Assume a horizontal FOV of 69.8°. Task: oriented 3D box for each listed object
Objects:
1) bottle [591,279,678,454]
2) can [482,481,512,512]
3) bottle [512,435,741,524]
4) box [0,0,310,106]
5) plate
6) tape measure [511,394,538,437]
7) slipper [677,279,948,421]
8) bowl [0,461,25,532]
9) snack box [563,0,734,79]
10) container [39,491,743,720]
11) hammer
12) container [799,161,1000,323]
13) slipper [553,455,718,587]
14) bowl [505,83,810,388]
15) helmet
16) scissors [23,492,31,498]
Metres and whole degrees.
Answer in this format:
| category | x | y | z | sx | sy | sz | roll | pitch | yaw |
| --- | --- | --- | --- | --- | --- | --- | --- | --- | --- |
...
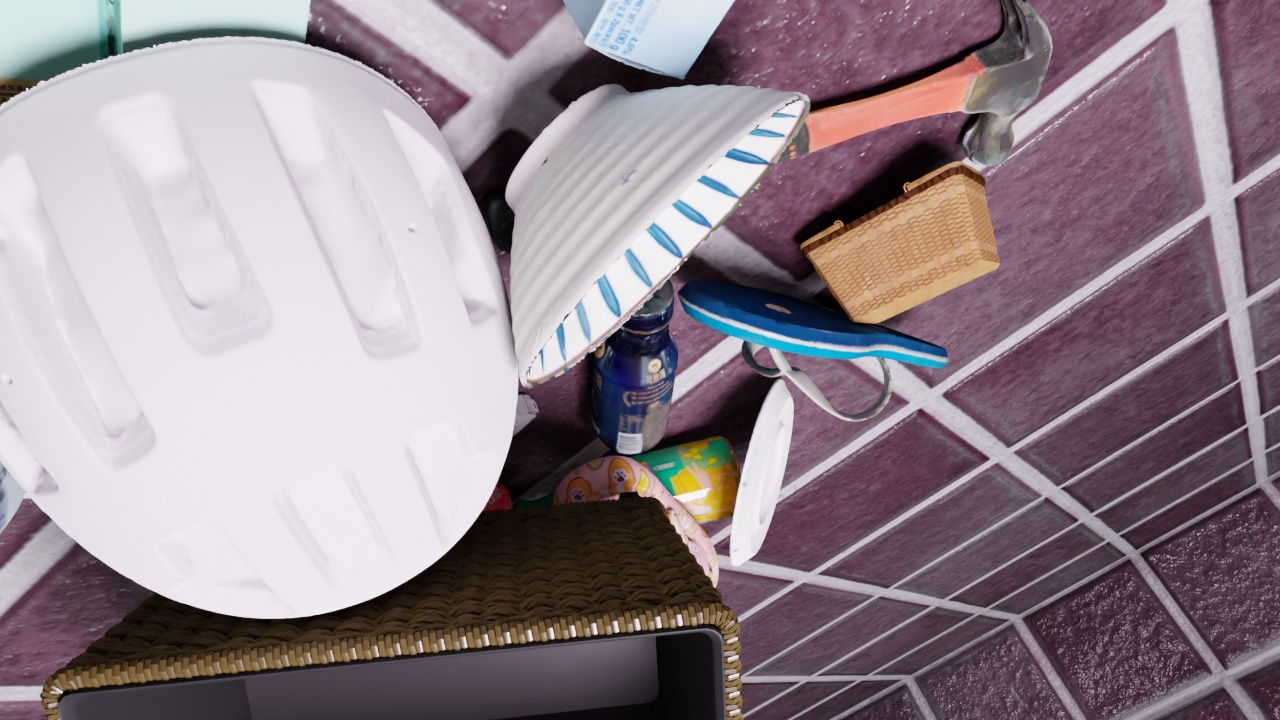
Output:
| category | x | y | z | sx | sy | sz | roll | pitch | yaw |
| --- | --- | --- | --- | --- | --- | --- | --- | --- | --- |
| bottle | -0.004 | 0.004 | 0.608 | 0.056 | 0.056 | 0.161 | -16 | 148 | -15 |
| can | -0.120 | 0.160 | 0.683 | 0.074 | 0.074 | 0.142 | -17 | 107 | -14 |
| bottle | -0.023 | 0.117 | 0.749 | 0.209 | 0.068 | 0.068 | -13 | 147 | -6 |
| box | -0.191 | -0.118 | 0.329 | 0.136 | 0.033 | 0.187 | -10 | 145 | -33 |
| plate | 0.102 | 0.092 | 0.748 | 0.014 | 0.156 | 0.157 | 13 | 153 | 17 |
| tape measure | -0.111 | 0.041 | 0.621 | 0.060 | 0.020 | 0.062 | -40 | 145 | 23 |
| slipper | 0.118 | -0.006 | 0.626 | 0.294 | 0.118 | 0.060 | 6 | 110 | -50 |
| bowl | -0.357 | 0.061 | 0.408 | 0.159 | 0.093 | 0.160 | -18 | 148 | -12 |
| snack box | 0.046 | -0.211 | 0.326 | 0.059 | 0.059 | 0.227 | 8 | 136 | -37 |
| container | -0.118 | 0.188 | 0.542 | 0.321 | 0.205 | 0.176 | -5 | 105 | -4 |
| hammer | 0.076 | -0.121 | 0.508 | 0.333 | 0.033 | 0.133 | -19 | 150 | -9 |
| container | 0.170 | -0.070 | 0.586 | 0.114 | 0.061 | 0.063 | -27 | 165 | 32 |
| slipper | 0.006 | 0.152 | 0.688 | 0.093 | 0.081 | 0.197 | -26 | 129 | 3 |
| bowl | -0.011 | -0.073 | 0.415 | 0.177 | 0.071 | 0.177 | -44 | 177 | -4 |
| helmet | -0.161 | -0.004 | 0.409 | 0.223 | 0.184 | 0.283 | -24 | 136 | -23 |
| scissors | -0.296 | 0.072 | 0.549 | 0.104 | 0.015 | 0.133 | -32 | 142 | 14 |
